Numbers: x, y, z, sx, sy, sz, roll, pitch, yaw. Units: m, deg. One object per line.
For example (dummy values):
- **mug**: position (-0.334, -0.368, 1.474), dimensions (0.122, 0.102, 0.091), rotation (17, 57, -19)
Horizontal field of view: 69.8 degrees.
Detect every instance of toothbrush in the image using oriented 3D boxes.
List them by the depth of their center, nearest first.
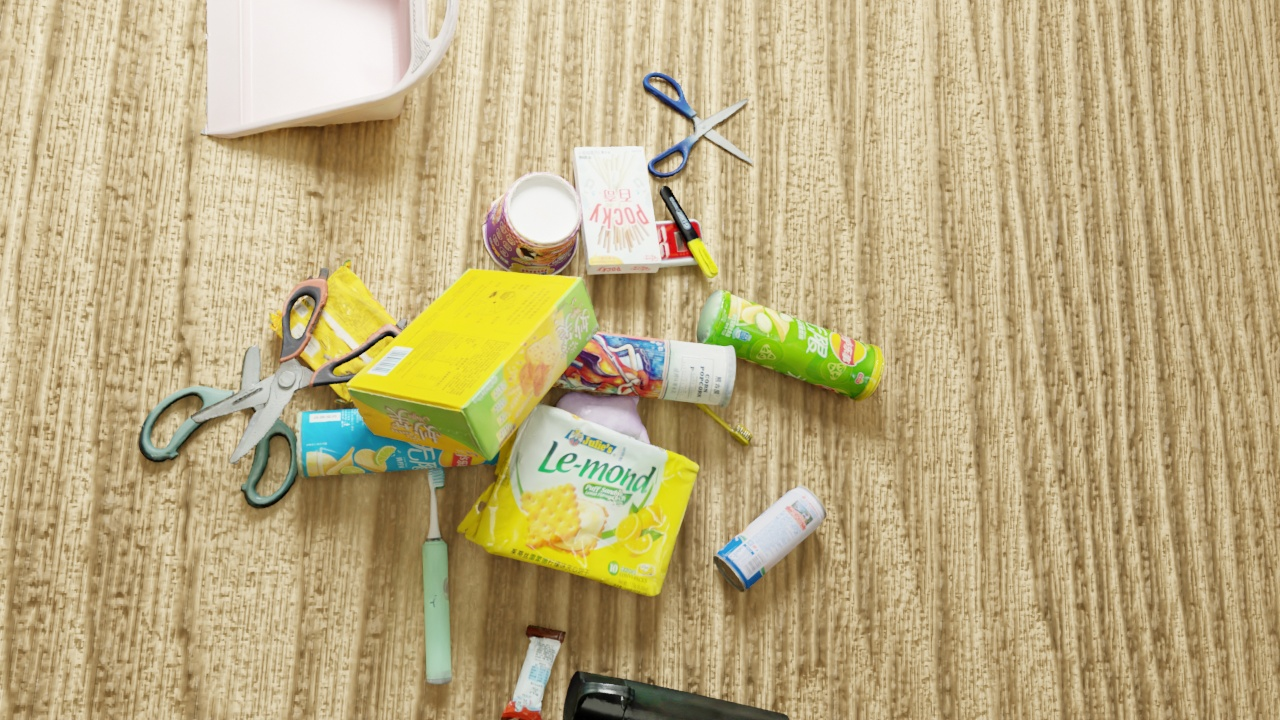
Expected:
- **toothbrush**: position (-0.216, 0.225, 0.969), dimensions (0.027, 0.026, 0.224), rotation (-5, 81, 6)
- **toothbrush**: position (0.058, 0.035, 1.077), dimensions (0.190, 0.016, 0.016), rotation (40, 69, -5)

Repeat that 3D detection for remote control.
- **remote control**: position (0.010, -0.137, 1.090), dimensions (0.136, 0.020, 0.056), rotation (-6, 83, -16)

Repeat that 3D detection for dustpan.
- **dustpan**: position (-0.337, -0.365, 0.974), dimensions (0.273, 0.139, 0.222), rotation (-4, 83, -16)

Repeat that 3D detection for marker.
- **marker**: position (0.057, -0.153, 1.087), dimensions (0.018, 0.015, 0.124), rotation (-29, 89, -25)

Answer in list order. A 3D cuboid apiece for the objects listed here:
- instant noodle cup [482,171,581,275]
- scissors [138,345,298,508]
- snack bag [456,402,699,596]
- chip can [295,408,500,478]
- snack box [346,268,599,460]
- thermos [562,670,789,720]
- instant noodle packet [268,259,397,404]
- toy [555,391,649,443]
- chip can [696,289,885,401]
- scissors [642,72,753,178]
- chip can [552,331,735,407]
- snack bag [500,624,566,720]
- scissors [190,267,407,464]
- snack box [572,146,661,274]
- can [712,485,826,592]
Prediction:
- **instant noodle cup**: position (-0.115, -0.153, 1.019), dimensions (0.111, 0.099, 0.111), rotation (2, 82, -14)
- **scissors**: position (-0.431, 0.069, 0.942), dimensions (0.181, 0.019, 0.170), rotation (-1, 83, -14)
- **snack bag**: position (-0.059, 0.148, 0.974), dimensions (0.246, 0.068, 0.158), rotation (23, 79, -28)
- **chip can**: position (-0.246, 0.082, 0.960), dimensions (0.210, 0.071, 0.071), rotation (-3, 82, -15)
- **snack box**: position (-0.162, -0.004, 0.917), dimensions (0.209, 0.158, 0.070), rotation (-53, 138, -39)
- **thermos**: position (0.044, 0.386, 0.978), dimensions (0.242, 0.090, 0.068), rotation (17, 56, -12)
- **instant noodle packet**: position (-0.314, -0.029, 0.975), dimensions (0.110, 0.044, 0.128), rotation (-42, 91, -15)
- **toy**: position (-0.046, 0.061, 1.034), dimensions (0.108, 0.039, 0.083), rotation (-2, 64, -14)
- **chip can**: position (0.175, -0.018, 1.087), dimensions (0.221, 0.073, 0.072), rotation (19, 77, -11)
- **scissors**: position (0.065, -0.285, 1.133), dimensions (0.173, 0.012, 0.162), rotation (35, 73, -9)
- **chip can**: position (-0.006, 0.006, 1.023), dimensions (0.214, 0.071, 0.071), rotation (7, 79, -6)
- **snack bag**: position (-0.113, 0.337, 0.977), dimensions (0.048, 0.026, 0.104), rotation (17, 76, -18)
- **scissors**: position (-0.338, 0.004, 0.921), dimensions (0.189, 0.015, 0.226), rotation (7, 72, -9)
- **snack box**: position (-0.029, -0.176, 1.066), dimensions (0.084, 0.027, 0.156), rotation (-4, 70, -13)
- **can**: position (0.150, 0.203, 1.054), dimensions (0.134, 0.053, 0.053), rotation (-37, 92, -17)
